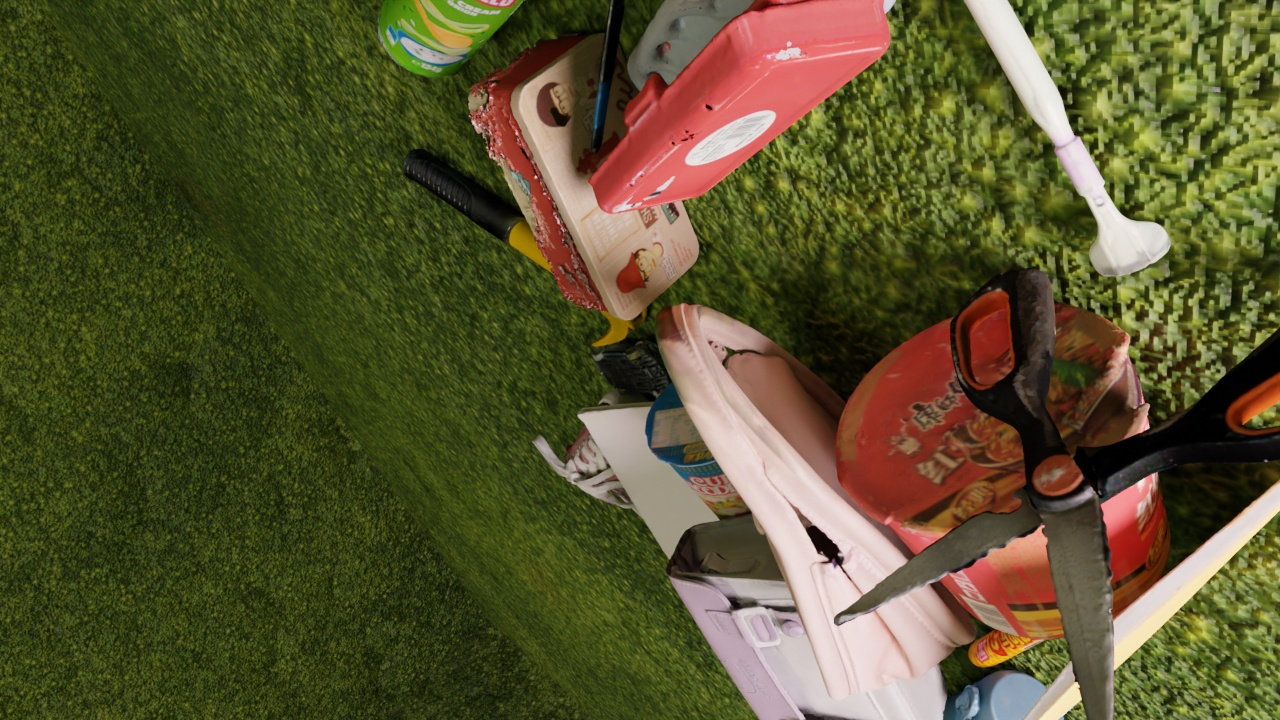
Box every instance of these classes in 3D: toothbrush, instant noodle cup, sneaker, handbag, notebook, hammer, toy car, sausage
[{"bbox_3d":[0.148,-0.115,0.355,0.029,0.020,0.189,-28,103,36],"label":"toothbrush"},{"bbox_3d":[-0.025,0.158,1.100,0.187,0.016,0.017,36,162,28],"label":"toothbrush"},{"bbox_3d":[0.176,0.057,0.436,0.138,0.137,0.108,15,148,54],"label":"instant noodle cup"},{"bbox_3d":[-0.011,-0.188,0.479,0.016,0.014,0.190,29,137,16],"label":"toothbrush"},{"bbox_3d":[-0.037,0.094,0.927,0.118,0.087,0.242,48,157,1],"label":"sneaker"},{"bbox_3d":[0.123,0.209,0.685,0.145,0.098,0.197,-14,116,38],"label":"handbag"},{"bbox_3d":[0.080,0.057,0.510,0.234,0.093,0.193,51,-167,-37],"label":"handbag"},{"bbox_3d":[0.070,0.073,0.707,0.099,0.099,0.110,23,154,46],"label":"instant noodle cup"},{"bbox_3d":[0.230,0.134,0.436,0.010,0.145,0.207,48,161,32],"label":"notebook"},{"bbox_3d":[-0.107,-0.111,0.803,0.301,0.032,0.129,36,153,28],"label":"hammer"},{"bbox_3d":[0.050,0.117,0.828,0.151,0.012,0.209,-6,127,33],"label":"notebook"},{"bbox_3d":[-0.005,0.005,0.800,0.049,0.031,0.106,57,155,-17],"label":"toy car"},{"bbox_3d":[0.259,0.185,0.623,0.021,0.021,0.165,41,156,18],"label":"sausage"}]

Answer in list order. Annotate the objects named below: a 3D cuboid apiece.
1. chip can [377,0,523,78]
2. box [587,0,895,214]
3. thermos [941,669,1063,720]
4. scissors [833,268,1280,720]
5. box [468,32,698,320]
[{"bbox_3d":[-0.094,-0.233,0.536,0.072,0.072,0.236,55,157,-15],"label":"chip can"},{"bbox_3d":[0.033,-0.150,0.445,0.202,0.095,0.100,-25,81,68],"label":"box"},{"bbox_3d":[0.265,0.299,0.737,0.070,0.070,0.221,40,156,20],"label":"thermos"},{"bbox_3d":[0.167,0.029,0.350,0.022,0.234,0.220,48,-160,-28],"label":"scissors"},{"bbox_3d":[-0.040,-0.116,0.595,0.078,0.091,0.168,17,141,47],"label":"box"}]
